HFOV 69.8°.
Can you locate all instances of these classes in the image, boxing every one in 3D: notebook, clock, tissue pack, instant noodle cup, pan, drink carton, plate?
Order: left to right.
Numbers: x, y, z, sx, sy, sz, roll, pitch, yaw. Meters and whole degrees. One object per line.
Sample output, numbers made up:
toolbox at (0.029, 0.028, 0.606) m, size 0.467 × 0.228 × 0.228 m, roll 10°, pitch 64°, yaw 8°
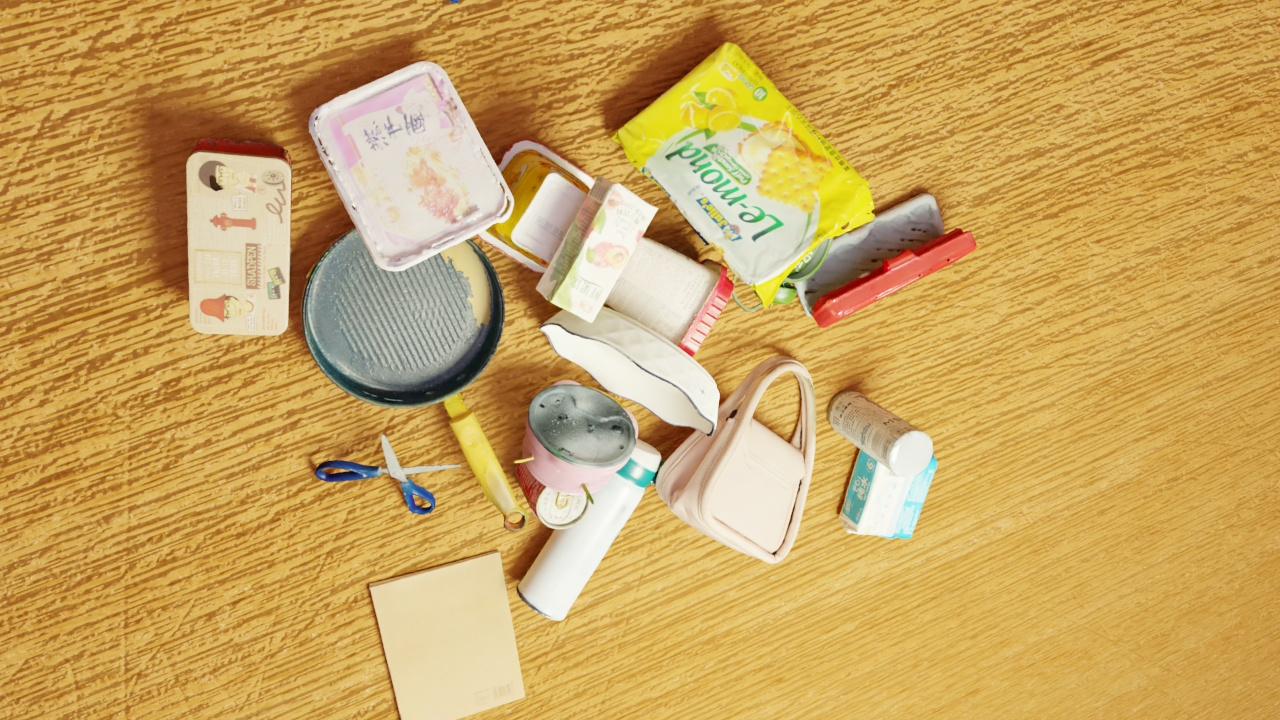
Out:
instant noodle cup at (-0.210, -0.172, 0.851) m, size 0.138 × 0.060 × 0.173 m, roll -27°, pitch 80°, yaw -9°
pan at (-0.203, 0.023, 0.941) m, size 0.197 × 0.078 × 0.357 m, roll -27°, pitch 115°, yaw -9°
notebook at (-0.222, 0.334, 1.078) m, size 0.149 × 0.012 × 0.212 m, roll -12°, pitch 112°, yaw -16°
instant noodle cup at (-0.092, -0.143, 0.900) m, size 0.116 × 0.123 × 0.116 m, roll 30°, pitch 96°, yaw -26°
clock at (-0.063, 0.075, 0.976) m, size 0.117 × 0.158 × 0.060 m, roll 27°, pitch 128°, yaw 3°
drink carton at (-0.042, -0.102, 0.836) m, size 0.053 × 0.045 × 0.122 m, roll 25°, pitch 99°, yaw -36°
plate at (-0.006, 0.006, 0.944) m, size 0.205 × 0.205 × 0.045 m, roll 36°, pitch 77°, yaw -26°
instant noodle cup at (0.016, -0.076, 0.974) m, size 0.124 × 0.116 × 0.117 m, roll 31°, pitch 95°, yaw -15°
clock at (0.150, -0.126, 1.007) m, size 0.116 × 0.056 × 0.161 m, roll 39°, pitch 82°, yaw -43°
tissue pack at (0.318, 0.164, 1.184) m, size 0.090 × 0.063 × 0.140 m, roll 10°, pitch 103°, yaw -21°

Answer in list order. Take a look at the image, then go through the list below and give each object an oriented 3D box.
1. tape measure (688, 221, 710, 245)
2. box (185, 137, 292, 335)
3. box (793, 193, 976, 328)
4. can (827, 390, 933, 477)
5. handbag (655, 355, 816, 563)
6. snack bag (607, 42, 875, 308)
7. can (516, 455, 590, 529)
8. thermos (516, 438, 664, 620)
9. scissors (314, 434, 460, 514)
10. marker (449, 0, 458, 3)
tape measure at (0.077, -0.161, 1.004) m, size 0.055 × 0.025 × 0.058 m, roll -32°, pitch 119°, yaw 18°
box at (-0.369, -0.115, 0.845) m, size 0.091 × 0.077 × 0.168 m, roll 1°, pitch 113°, yaw -21°
box at (0.276, -0.123, 1.077) m, size 0.201 × 0.095 × 0.098 m, roll -27°, pitch 84°, yaw -8°
can at (0.284, 0.085, 1.099) m, size 0.058 × 0.147 × 0.058 m, roll -6°, pitch 110°, yaw -18°
handbag at (0.139, 0.105, 1.081) m, size 0.193 × 0.093 × 0.234 m, roll 35°, pitch 81°, yaw -43°
snack bag at (0.103, -0.192, 0.931) m, size 0.158 × 0.068 × 0.246 m, roll -40°, pitch 80°, yaw -3°
can at (-0.096, 0.138, 1.010) m, size 0.066 × 0.094 × 0.066 m, roll -6°, pitch 110°, yaw -18°
thermos at (-0.054, 0.189, 1.058) m, size 0.073 × 0.073 × 0.224 m, roll 31°, pitch 95°, yaw -26°
scissors at (-0.259, 0.118, 0.946) m, size 0.162 × 0.012 × 0.174 m, roll 5°, pitch 146°, yaw 4°
marker at (-0.238, -0.352, 0.836) m, size 0.145 × 0.017 × 0.017 m, roll 6°, pitch 105°, yaw -22°
